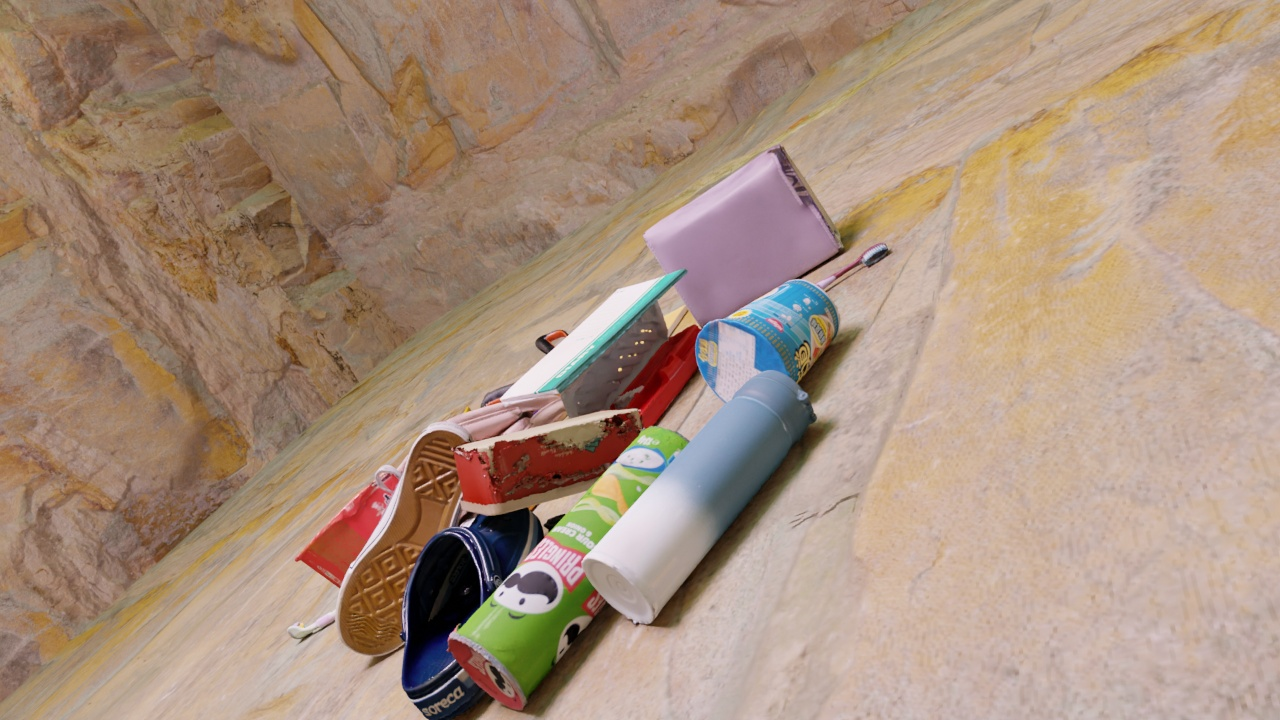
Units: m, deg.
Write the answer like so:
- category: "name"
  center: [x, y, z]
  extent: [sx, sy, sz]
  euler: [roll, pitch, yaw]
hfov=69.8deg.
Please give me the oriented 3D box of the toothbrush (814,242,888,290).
- category: "toothbrush"
  center: [0.182, -0.070, 0.980]
  extent: [0.188, 0.016, 0.017]
  euler: [-33, 24, 12]

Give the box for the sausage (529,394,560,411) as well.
- category: "sausage"
  center: [-0.147, 0.057, 1.169]
  extent: [0.165, 0.021, 0.021]
  euler: [-26, 17, 23]

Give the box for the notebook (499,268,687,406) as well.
- category: "notebook"
  center: [-0.053, -0.025, 1.009]
  extent: [0.208, 0.012, 0.151]
  euler: [-45, 16, -27]

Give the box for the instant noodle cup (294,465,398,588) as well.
- category: "instant noodle cup"
  center: [-0.281, 0.199, 0.983]
  extent: [0.138, 0.108, 0.138]
  euler: [-44, 5, 5]

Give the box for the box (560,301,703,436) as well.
- category: "box"
  center: [-0.009, 0.004, 1.018]
  extent: [0.096, 0.100, 0.200]
  euler: [-23, 20, 45]

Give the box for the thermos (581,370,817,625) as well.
- category: "thermos"
  center: [0.049, 0.092, 0.678]
  extent: [0.219, 0.070, 0.070]
  euler: [-45, 17, -30]

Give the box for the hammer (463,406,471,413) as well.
- category: "hammer"
  center: [-0.132, 0.034, 1.274]
  extent: [0.300, 0.033, 0.129]
  euler: [-37, 29, -15]

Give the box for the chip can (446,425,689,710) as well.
- category: "chip can"
  center: [-0.040, 0.147, 0.695]
  extent: [0.235, 0.072, 0.072]
  euler: [-45, 17, -33]

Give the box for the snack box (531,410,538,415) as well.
- category: "snack box"
  center: [-0.203, 0.099, 1.317]
  extent: [0.156, 0.026, 0.085]
  euler: [-45, 18, -29]

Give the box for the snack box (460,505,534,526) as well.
- category: "snack box"
  center: [-0.133, 0.146, 1.008]
  extent: [0.075, 0.026, 0.153]
  euler: [-18, 22, 52]

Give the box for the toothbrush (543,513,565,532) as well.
- category: "toothbrush"
  center: [-0.018, 0.126, 0.824]
  extent: [0.190, 0.016, 0.014]
  euler: [-25, 23, 34]

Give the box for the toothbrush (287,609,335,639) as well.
- category: "toothbrush"
  center: [-0.335, 0.280, 1.071]
  extent: [0.190, 0.029, 0.020]
  euler: [-31, 57, 16]

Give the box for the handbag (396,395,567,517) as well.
- category: "handbag"
  center: [-0.175, 0.107, 1.096]
  extent: [0.233, 0.093, 0.194]
  euler: [-33, -6, -42]

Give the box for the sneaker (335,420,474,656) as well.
- category: "sneaker"
  center: [-0.221, 0.169, 0.897]
  extent: [0.088, 0.118, 0.241]
  euler: [-125, 57, -83]

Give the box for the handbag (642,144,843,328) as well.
- category: "handbag"
  center: [0.122, -0.149, 1.107]
  extent: [0.197, 0.145, 0.098]
  euler: [-31, 18, 18]

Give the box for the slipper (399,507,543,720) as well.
- category: "slipper"
  center: [-0.154, 0.193, 0.775]
  extent: [0.105, 0.095, 0.252]
  euler: [-30, 18, 14]

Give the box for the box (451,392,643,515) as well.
- category: "box"
  center: [-0.081, 0.082, 0.841]
  extent: [0.168, 0.077, 0.091]
  euler: [-12, 2, -31]

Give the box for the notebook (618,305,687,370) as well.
- category: "notebook"
  center: [-0.036, -0.002, 1.283]
  extent: [0.207, 0.010, 0.145]
  euler: [-26, 18, 35]

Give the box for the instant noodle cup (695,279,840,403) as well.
- category: "instant noodle cup"
  center: [0.121, -0.017, 0.819]
  extent: [0.109, 0.099, 0.099]
  euler: [-37, 12, -37]

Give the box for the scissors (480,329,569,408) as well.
- category: "scissors"
  center: [-0.119, 0.012, 1.236]
  extent: [0.221, 0.022, 0.233]
  euler: [-32, 26, -4]
